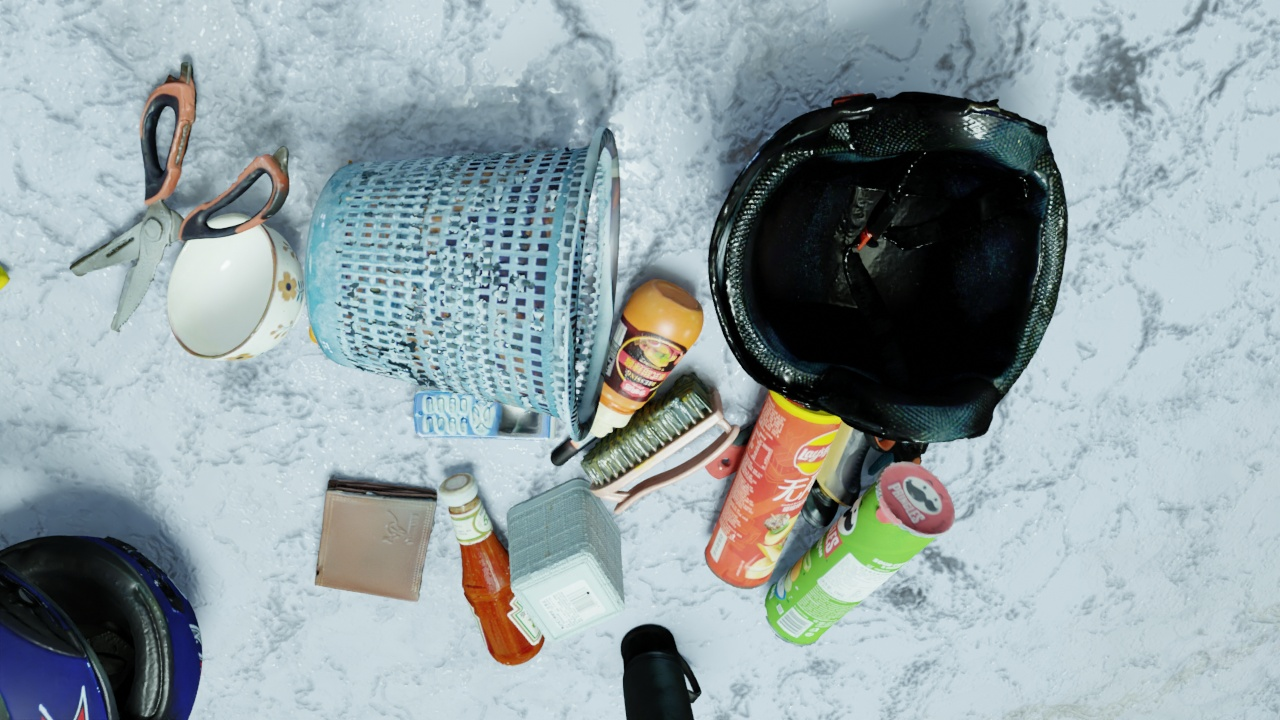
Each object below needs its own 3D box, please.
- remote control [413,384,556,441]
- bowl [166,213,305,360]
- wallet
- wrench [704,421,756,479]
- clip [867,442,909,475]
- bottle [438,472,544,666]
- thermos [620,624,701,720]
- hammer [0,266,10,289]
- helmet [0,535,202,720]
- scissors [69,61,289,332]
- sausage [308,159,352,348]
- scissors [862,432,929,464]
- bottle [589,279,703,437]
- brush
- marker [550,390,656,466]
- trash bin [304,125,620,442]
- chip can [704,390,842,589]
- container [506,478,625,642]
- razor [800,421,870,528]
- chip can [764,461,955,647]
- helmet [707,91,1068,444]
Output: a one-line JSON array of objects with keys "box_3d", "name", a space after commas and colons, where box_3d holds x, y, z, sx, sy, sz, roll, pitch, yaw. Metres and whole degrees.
[{"box_3d": [-0.136, 0.045, 0.812, 0.125, 0.024, 0.049, 3, 116, -7], "name": "remote control"}, {"box_3d": [-0.304, -0.051, 0.713, 0.113, 0.113, 0.062, -39, 156, 12], "name": "bowl"}, {"box_3d": [-0.247, 0.170, 0.859, 0.101, 0.032, 0.125, 9, 115, -14], "name": "wallet"}, {"box_3d": [0.171, 0.025, 0.843, 0.274, 0.016, 0.056, -39, 117, 13], "name": "wrench"}, {"box_3d": [0.246, 0.094, 0.889, 0.038, 0.013, 0.055, 25, 112, -18], "name": "clip"}, {"box_3d": [-0.143, 0.198, 0.869, 0.060, 0.059, 0.206, -14, 117, 0], "name": "bottle"}, {"box_3d": [0.032, 0.357, 0.865, 0.090, 0.242, 0.068, 24, 112, -16], "name": "thermos"}, {"box_3d": [-0.596, 0.050, 0.757, 0.126, 0.031, 0.324, 26, 111, -19], "name": "hammer"}, {"box_3d": [-0.489, 0.260, 0.752, 0.247, 0.239, 0.316, 37, 117, 6], "name": "helmet"}, {"box_3d": [-0.349, -0.114, 0.687, 0.189, 0.015, 0.226, 14, 105, 13], "name": "scissors"}, {"box_3d": [-0.246, -0.082, 0.738, 0.021, 0.021, 0.165, 13, 114, -13], "name": "sausage"}, {"box_3d": [0.246, 0.076, 0.846, 0.228, 0.022, 0.221, 27, 97, -47], "name": "scissors"}, {"box_3d": [-0.005, 0.005, 0.785, 0.066, 0.066, 0.150, 24, 113, -17], "name": "bottle"}, {"box_3d": [0.014, 0.080, 0.826, 0.146, 0.063, 0.073, -37, 104, 12], "name": "brush"}, {"box_3d": [-0.035, 0.057, 0.837, 0.124, 0.015, 0.018, -38, 92, 14], "name": "marker"}, {"box_3d": [-0.124, -0.063, 0.672, 0.195, 0.226, 0.227, 6, 116, 4], "name": "trash bin"}, {"box_3d": [0.119, 0.111, 0.831, 0.073, 0.073, 0.217, 10, 123, -11], "name": "chip can"}, {"box_3d": [-0.068, 0.185, 0.842, 0.090, 0.111, 0.090, -25, 116, 6], "name": "container"}, {"box_3d": [0.185, 0.076, 0.845, 0.067, 0.062, 0.168, 26, 119, 18], "name": "razor"}, {"box_3d": [0.192, 0.185, 0.844, 0.072, 0.072, 0.237, 13, 138, -13], "name": "chip can"}, {"box_3d": [0.170, -0.074, 0.676, 0.274, 0.230, 0.233, 5, 101, -10], "name": "helmet"}]
